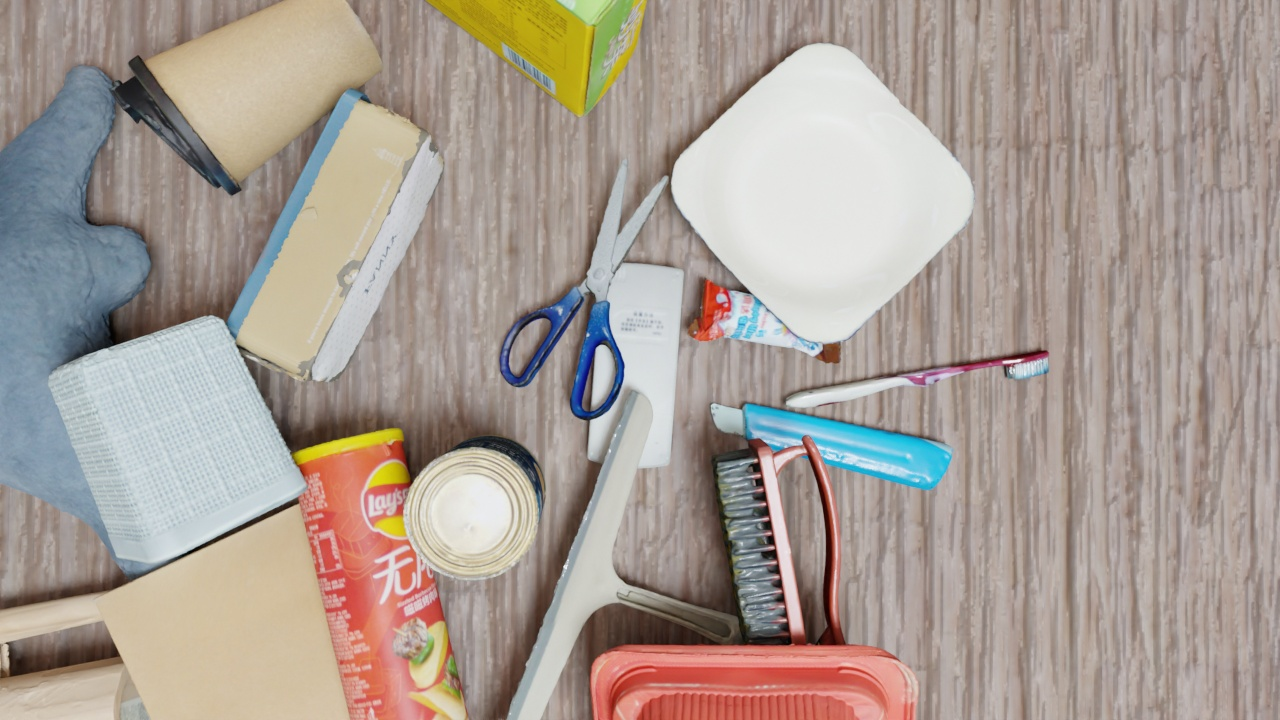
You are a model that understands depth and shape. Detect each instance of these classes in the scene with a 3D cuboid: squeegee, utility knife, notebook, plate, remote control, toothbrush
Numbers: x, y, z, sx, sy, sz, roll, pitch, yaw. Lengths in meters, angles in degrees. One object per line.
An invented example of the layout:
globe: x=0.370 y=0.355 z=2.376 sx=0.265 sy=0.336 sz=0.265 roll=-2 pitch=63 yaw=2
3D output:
squeegee: x=0.059 y=0.177 z=0.601 sx=0.246 sy=0.039 sz=0.246 roll=22 pitch=83 yaw=-9
utility knife: x=0.127 y=0.055 z=0.618 sx=0.166 sy=0.018 sz=0.034 roll=13 pitch=81 yaw=-2
notebook: x=-0.213 y=0.205 z=0.567 sx=0.149 sy=0.012 sz=0.211 roll=-25 pitch=91 yaw=-28
plate: x=0.118 y=-0.109 z=0.608 sx=0.164 sy=0.034 sz=0.163 roll=-42 pitch=88 yaw=-6
remote control: x=-0.004 y=0.004 z=0.609 sx=0.056 sy=0.019 sz=0.135 roll=4 pitch=89 yaw=-4
toothbrush: x=0.190 y=0.016 z=0.625 sx=0.187 sy=0.016 sz=0.017 roll=-10 pitch=99 yaw=-5

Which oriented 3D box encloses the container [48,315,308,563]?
container: x=-0.261 y=0.041 z=0.512 sx=0.089 sy=0.090 sz=0.111 roll=-29 pitch=103 yaw=-42

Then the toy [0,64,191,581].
toy: x=-0.351 y=-0.002 z=0.557 sx=0.137 sy=0.092 sz=0.356 roll=-15 pitch=91 yaw=-32

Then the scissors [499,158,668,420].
scissors: x=-0.024 y=-0.040 z=0.591 sx=0.169 sy=0.012 sz=0.146 roll=-35 pitch=77 yaw=12

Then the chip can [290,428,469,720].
chip can: x=-0.156 y=0.152 z=0.560 sx=0.073 sy=0.073 sz=0.216 roll=-14 pitch=85 yaw=-4

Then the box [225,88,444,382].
box: x=-0.181 y=-0.077 z=0.565 sx=0.059 sy=0.090 sz=0.184 roll=24 pitch=85 yaw=-3

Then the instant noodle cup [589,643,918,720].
instant noodle cup: x=0.064 y=0.245 z=0.520 sx=0.189 sy=0.079 sz=0.165 roll=-3 pitch=109 yaw=7

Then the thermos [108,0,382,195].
thermos: x=-0.237 y=-0.170 z=0.565 sx=0.143 sy=0.093 sz=0.093 roll=-38 pitch=92 yaw=-12

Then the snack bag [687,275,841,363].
snack bag: x=0.084 y=-0.026 z=0.612 sx=0.105 sy=0.026 sz=0.045 roll=9 pitch=74 yaw=-6

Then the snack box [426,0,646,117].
snack box: x=-0.094 y=-0.253 z=0.538 sx=0.210 sy=0.158 sz=0.070 roll=37 pitch=85 yaw=-2

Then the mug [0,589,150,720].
mug: x=-0.353 y=0.207 z=0.554 sx=0.103 sy=0.084 sz=0.124 roll=-10 pitch=75 yaw=-6

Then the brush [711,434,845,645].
brush: x=0.088 y=0.120 z=0.557 sx=0.069 sy=0.063 sz=0.146 roll=-10 pitch=90 yaw=1

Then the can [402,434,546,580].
can: x=-0.096 y=0.085 z=0.554 sx=0.075 sy=0.111 sz=0.075 roll=0 pitch=89 yaw=-4
